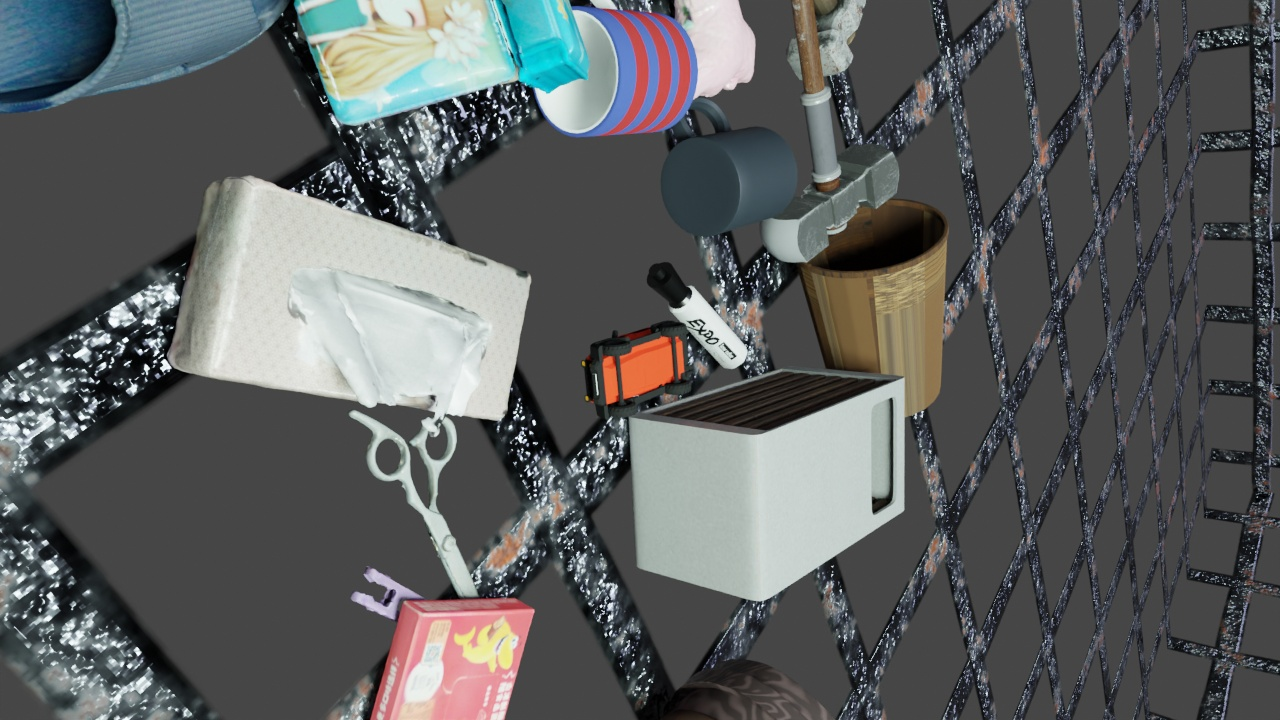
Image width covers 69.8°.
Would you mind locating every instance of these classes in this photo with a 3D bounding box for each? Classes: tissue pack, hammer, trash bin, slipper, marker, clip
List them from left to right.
[{"bbox_3d":[-0.229,-0.137,0.325,0.262,0.083,0.101,-40,121,-39],"label":"slipper"},{"bbox_3d":[-0.131,-0.018,0.469,0.181,0.071,0.104,18,80,-53],"label":"tissue pack"},{"bbox_3d":[-0.141,0.137,0.514,0.037,0.013,0.053,-52,128,-34],"label":"clip"},{"bbox_3d":[0.043,-0.034,0.702,0.126,0.025,0.025,44,62,-43],"label":"marker"},{"bbox_3d":[0.096,-0.366,0.715,0.318,0.049,0.121,42,60,-42],"label":"hammer"},{"bbox_3d":[0.108,0.083,0.722,0.228,0.115,0.114,-14,105,-48],"label":"trash bin"},{"bbox_3d":[0.131,-0.243,0.716,0.155,0.043,0.323,-37,130,-25],"label":"hammer"}]

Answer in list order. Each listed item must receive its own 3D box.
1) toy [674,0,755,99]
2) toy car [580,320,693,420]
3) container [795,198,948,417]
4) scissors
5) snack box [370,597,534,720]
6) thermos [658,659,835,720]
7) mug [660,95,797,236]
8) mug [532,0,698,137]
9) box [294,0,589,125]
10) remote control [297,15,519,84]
[{"bbox_3d":[0.055,-0.233,0.671,0.095,0.053,0.099,1,93,-52],"label":"toy"},{"bbox_3d":[-0.004,0.004,0.632,0.100,0.049,0.051,-20,110,-47],"label":"toy car"},{"bbox_3d":[0.216,-0.041,0.834,0.131,0.132,0.167,-45,132,-37],"label":"container"},{"bbox_3d":[-0.124,0.098,0.528,0.090,0.014,0.171,-11,100,-51],"label":"scissors"},{"bbox_3d":[-0.115,0.206,0.533,0.089,0.021,0.133,17,89,-50],"label":"snack box"},{"bbox_3d":[0.032,0.340,0.632,0.225,0.173,0.173,-29,116,-38],"label":"thermos"},{"bbox_3d":[0.058,-0.149,0.682,0.077,0.071,0.105,-24,85,-46],"label":"mug"},{"bbox_3d":[-0.023,-0.197,0.578,0.076,0.075,0.112,-19,82,-47],"label":"mug"},{"bbox_3d":[-0.100,-0.239,0.432,0.171,0.084,0.227,-32,107,-50],"label":"box"},{"bbox_3d":[-0.118,-0.165,0.484,0.125,0.038,0.018,2,93,-50],"label":"remote control"}]
